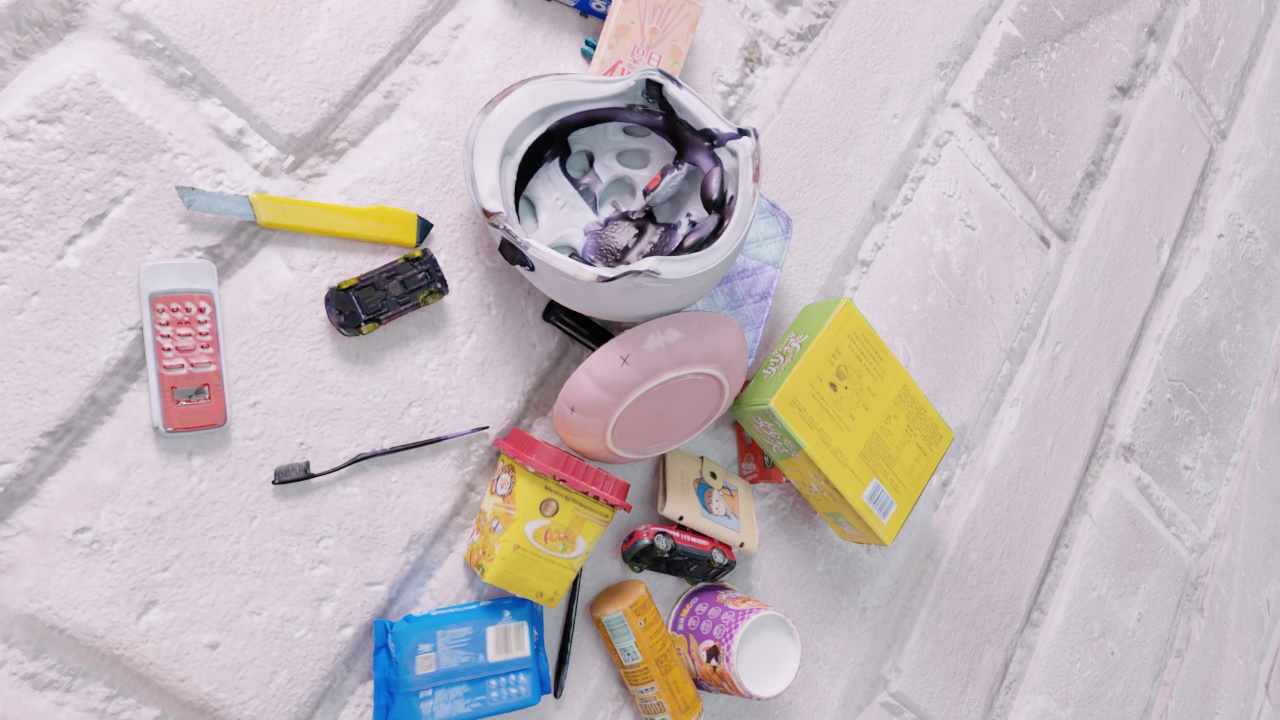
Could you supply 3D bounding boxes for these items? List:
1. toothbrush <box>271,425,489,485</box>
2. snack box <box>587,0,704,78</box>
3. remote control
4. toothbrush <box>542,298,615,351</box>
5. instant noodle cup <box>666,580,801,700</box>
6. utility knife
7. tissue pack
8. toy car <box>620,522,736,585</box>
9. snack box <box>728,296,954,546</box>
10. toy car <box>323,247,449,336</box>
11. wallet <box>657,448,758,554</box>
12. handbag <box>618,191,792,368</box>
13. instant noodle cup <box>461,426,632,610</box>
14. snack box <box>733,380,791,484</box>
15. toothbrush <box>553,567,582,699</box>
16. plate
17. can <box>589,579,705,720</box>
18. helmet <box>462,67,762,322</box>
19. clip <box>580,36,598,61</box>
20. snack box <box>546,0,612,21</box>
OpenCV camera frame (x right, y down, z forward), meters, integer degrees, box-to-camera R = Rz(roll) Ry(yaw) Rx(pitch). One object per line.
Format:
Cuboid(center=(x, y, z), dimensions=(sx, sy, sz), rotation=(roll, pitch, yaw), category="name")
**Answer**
Cuboid(center=(-0.216, 0.076, 0.778), dimensions=(0.188, 0.014, 0.016), rotation=(-13, 80, -30), category="toothbrush")
Cuboid(center=(-0.005, -0.282, 0.885), dimensions=(0.084, 0.026, 0.157), rotation=(14, 104, -28), category="snack box")
Cuboid(center=(-0.349, -0.011, 0.704), dimensions=(0.055, 0.020, 0.136), rotation=(-5, 88, -29), category="remote control")
Cuboid(center=(-0.005, 0.005, 0.899), dimensions=(0.212, 0.026, 0.027), rotation=(35, 104, -24), category="toothbrush")
Cuboid(center=(0.094, 0.276, 0.890), dimensions=(0.111, 0.099, 0.111), rotation=(3, 85, -28), category="instant noodle cup")
Cuboid(center=(-0.272, -0.121, 0.759), dimensions=(0.206, 0.015, 0.033), rotation=(5, 84, -32), category="utility knife")
Cuboid(center=(-0.151, 0.254, 0.777), dimensions=(0.157, 0.052, 0.095), rotation=(-2, 84, -30), category="tissue pack")
Cuboid(center=(0.036, 0.185, 0.891), dimensions=(0.120, 0.053, 0.045), rotation=(19, 42, -32), category="toy car")
Cuboid(center=(0.211, 0.063, 0.938), dimensions=(0.210, 0.070, 0.157), rotation=(48, 64, -18), category="snack box")
Cuboid(center=(-0.216, -0.057, 0.778), dimensions=(0.106, 0.031, 0.049), rotation=(-31, 100, -29), category="toy car")
Cuboid(center=(0.067, 0.135, 0.911), dimensions=(0.115, 0.024, 0.087), rotation=(27, 45, -23), category="wallet")
Cuboid(center=(0.066, -0.085, 0.919), dimensions=(0.134, 0.076, 0.193), rotation=(26, 72, -21), category="handbag")
Cuboid(center=(-0.087, 0.137, 0.796), dimensions=(0.116, 0.116, 0.123), rotation=(30, 83, -25), category="instant noodle cup")
Cuboid(center=(0.166, 0.072, 0.979), dimensions=(0.127, 0.044, 0.113), rotation=(-3, 87, -30), category="snack box")
Cuboid(center=(-0.059, 0.222, 0.854), dimensions=(0.018, 0.016, 0.181), rotation=(20, 75, -36), category="toothbrush")
Cuboid(center=(0.018, 0.036, 0.822), dimensions=(0.192, 0.193, 0.039), rotation=(-7, 51, -30), category="plate")
Cuboid(center=(0.007, 0.281, 0.862), dimensions=(0.058, 0.058, 0.146), rotation=(-30, 101, -29), category="can")
Cuboid(center=(-0.023, -0.133, 0.815), dimensions=(0.259, 0.146, 0.228), rotation=(25, 64, 19), category="helmet")
Cuboid(center=(-0.035, -0.300, 0.914), dimensions=(0.056, 0.014, 0.040), rotation=(34, 69, -25), category="clip")
Cuboid(center=(-0.046, -0.374, 0.889), dimensions=(0.207, 0.057, 0.058), rotation=(12, 77, -28), category="snack box")
